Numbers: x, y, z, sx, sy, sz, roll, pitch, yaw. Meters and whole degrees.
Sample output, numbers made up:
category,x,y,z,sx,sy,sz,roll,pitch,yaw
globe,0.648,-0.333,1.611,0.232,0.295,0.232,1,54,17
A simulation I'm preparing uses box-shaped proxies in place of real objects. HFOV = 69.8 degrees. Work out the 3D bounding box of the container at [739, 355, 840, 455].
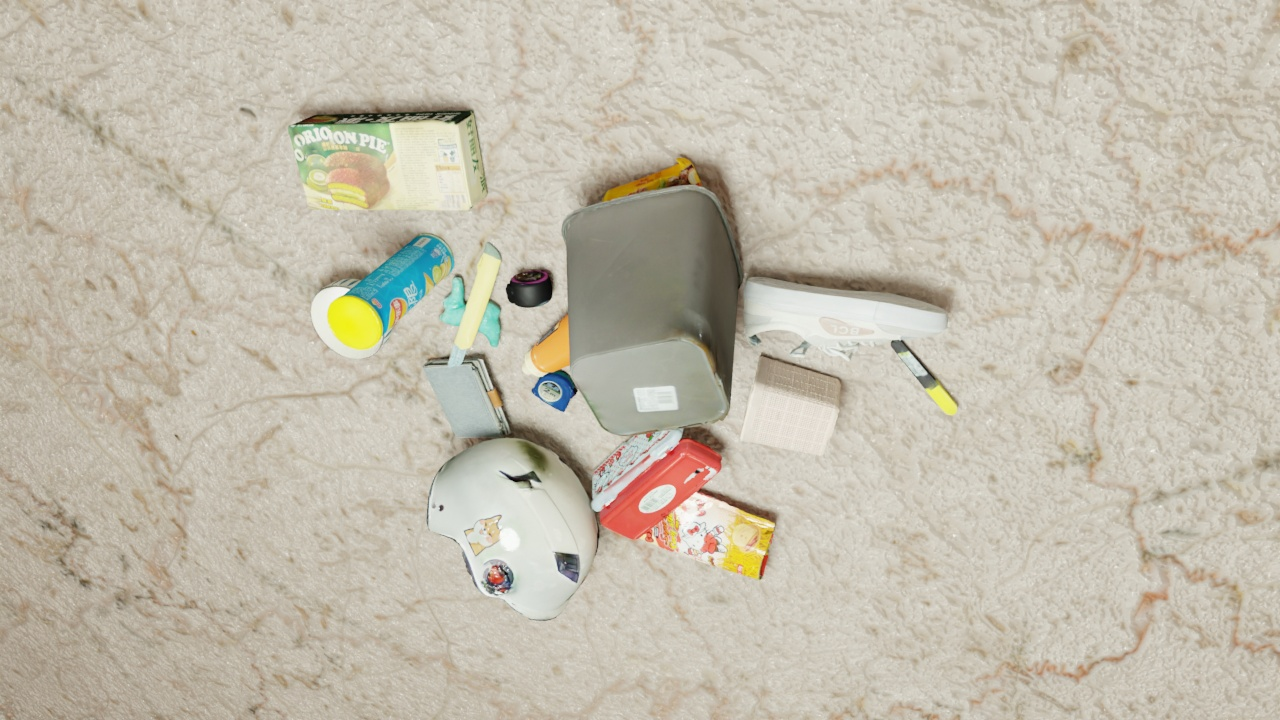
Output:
category,x,y,z,sx,sy,sz,roll,pitch,yaw
container,0.194,0.061,1.179,0.111,0.089,0.090,14,122,7

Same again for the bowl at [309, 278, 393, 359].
category,x,y,z,sx,sy,sz,roll,pitch,yaw
bowl,-0.401,-0.067,1.305,0.116,0.066,0.117,8,121,14

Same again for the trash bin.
category,x,y,z,sx,sy,sz,roll,pitch,yaw
trash bin,0.016,-0.048,1.057,0.199,0.219,0.199,-11,140,14

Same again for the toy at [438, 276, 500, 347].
category,x,y,z,sx,sy,sz,roll,pitch,yaw
toy,-0.238,-0.068,1.276,0.092,0.030,0.097,10,115,9

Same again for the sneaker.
category,x,y,z,sx,sy,sz,roll,pitch,yaw
sneaker,0.239,-0.040,1.102,0.242,0.089,0.091,9,106,17

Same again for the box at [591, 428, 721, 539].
category,x,y,z,sx,sy,sz,roll,pitch,yaw
box,0.019,0.155,1.297,0.094,0.100,0.202,29,125,-26

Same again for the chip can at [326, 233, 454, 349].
category,x,y,z,sx,sy,sz,roll,pitch,yaw
chip can,-0.315,-0.093,1.178,0.071,0.209,0.071,7,120,13

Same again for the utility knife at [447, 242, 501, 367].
category,x,y,z,sx,sy,sz,roll,pitch,yaw
utility knife,-0.227,-0.071,1.248,0.031,0.019,0.183,23,99,4

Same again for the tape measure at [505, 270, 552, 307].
category,x,y,z,sx,sy,sz,roll,pitch,yaw
tape measure,-0.146,-0.097,1.213,0.058,0.056,0.039,8,120,23

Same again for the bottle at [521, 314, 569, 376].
category,x,y,z,sx,sy,sz,roll,pitch,yaw
bottle,-0.110,-0.017,1.249,0.150,0.066,0.067,-30,107,37

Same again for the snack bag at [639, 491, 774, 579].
category,x,y,z,sx,sy,sz,roll,pitch,yaw
snack bag,0.089,0.245,1.339,0.208,0.073,0.129,17,123,16

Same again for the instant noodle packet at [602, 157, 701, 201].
category,x,y,z,sx,sy,sz,roll,pitch,yaw
instant noodle packet,0.024,-0.176,1.124,0.129,0.044,0.111,-20,107,26

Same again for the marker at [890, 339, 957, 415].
category,x,y,z,sx,sy,sz,roll,pitch,yaw
marker,0.355,0.020,1.149,0.018,0.015,0.124,-37,100,30

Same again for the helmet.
category,x,y,z,sx,sy,sz,roll,pitch,yaw
helmet,-0.156,0.217,1.306,0.274,0.229,0.157,48,115,2

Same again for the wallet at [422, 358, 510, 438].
category,x,y,z,sx,sy,sz,roll,pitch,yaw
wallet,-0.250,0.055,1.345,0.107,0.036,0.130,-2,122,28

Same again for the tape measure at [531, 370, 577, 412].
category,x,y,z,sx,sy,sz,roll,pitch,yaw
tape measure,-0.121,0.040,1.302,0.058,0.025,0.055,29,121,-5

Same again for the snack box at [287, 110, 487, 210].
category,x,y,z,sx,sy,sz,roll,pitch,yaw
snack box,-0.322,-0.255,1.175,0.240,0.063,0.115,3,119,16
